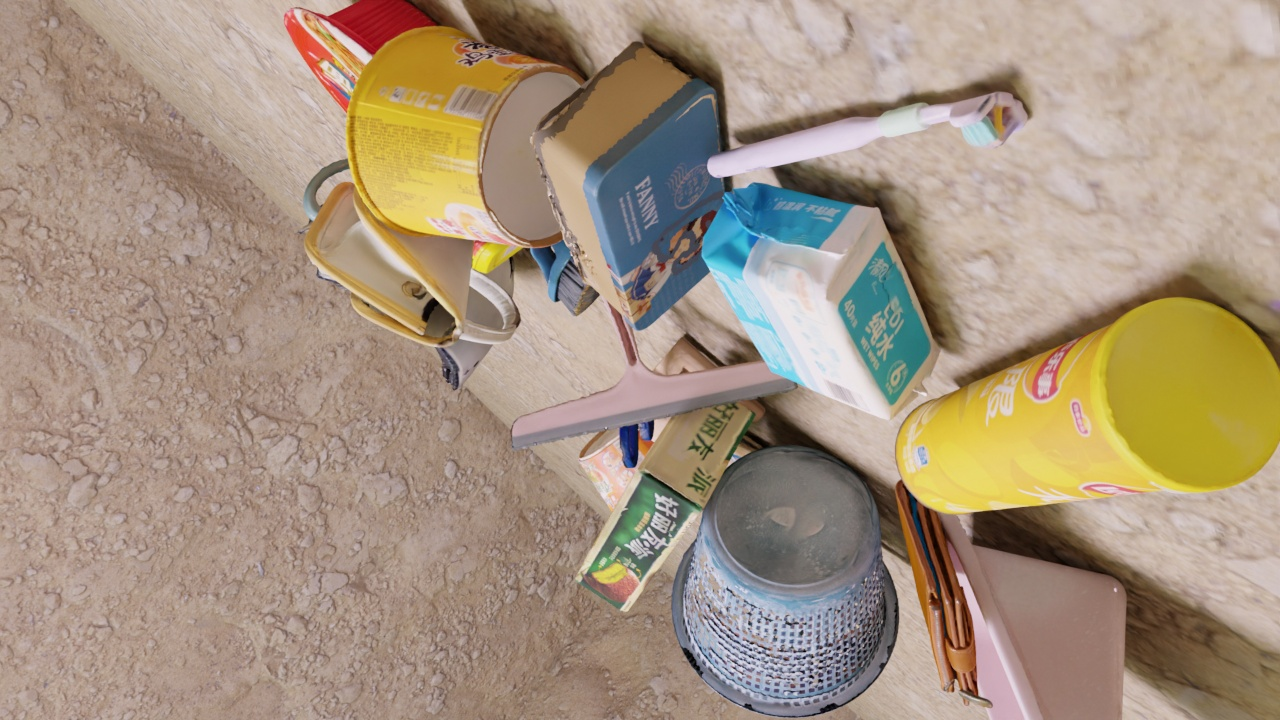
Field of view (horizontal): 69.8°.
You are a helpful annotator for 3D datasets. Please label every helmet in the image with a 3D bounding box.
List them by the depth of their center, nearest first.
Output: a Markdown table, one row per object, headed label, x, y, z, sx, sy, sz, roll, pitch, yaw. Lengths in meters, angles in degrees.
| label | x | y | z | sx | sy | sz | roll | pitch | yaw |
| --- | --- | --- | --- | --- | --- | --- | --- | --- | --- |
| helmet | -0.227 | -0.106 | 0.978 | 0.230 | 0.157 | 0.274 | 45 | 177 | -26 |

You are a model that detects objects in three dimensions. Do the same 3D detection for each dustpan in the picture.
| label | x | y | z | sx | sy | sz | roll | pitch | yaw |
| --- | --- | --- | --- | --- | --- | --- | --- | --- | --- |
| dustpan | 0.255 | 0.242 | 0.653 | 0.139 | 0.272 | 0.223 | 7 | 150 | 22 |

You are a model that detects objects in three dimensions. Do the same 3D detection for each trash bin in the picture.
| label | x | y | z | sx | sy | sz | roll | pitch | yaw |
| --- | --- | --- | --- | --- | --- | --- | --- | --- | --- |
| trash bin | 0.137 | 0.188 | 0.852 | 0.226 | 0.226 | 0.195 | 34 | 153 | 27 |

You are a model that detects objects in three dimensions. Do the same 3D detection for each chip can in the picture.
| label | x | y | z | sx | sy | sz | roll | pitch | yaw |
| --- | --- | --- | --- | --- | --- | --- | --- | --- | --- |
| chip can | 0.190 | 0.032 | 0.431 | 0.072 | 0.072 | 0.213 | 40 | 168 | 4 |

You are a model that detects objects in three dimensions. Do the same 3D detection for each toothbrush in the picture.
| label | x | y | z | sx | sy | sz | roll | pitch | yaw |
| --- | --- | --- | --- | --- | --- | --- | --- | --- | --- |
| toothbrush | 0.084 | -0.095 | 0.406 | 0.029 | 0.021 | 0.189 | 1 | -176 | -28 |

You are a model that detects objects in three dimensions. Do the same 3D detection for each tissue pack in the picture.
| label | x | y | z | sx | sy | sz | roll | pitch | yaw |
| --- | --- | --- | --- | --- | --- | --- | --- | --- | --- |
| tissue pack | 0.099 | -0.032 | 0.491 | 0.090 | 0.063 | 0.140 | 26 | 162 | 44 |

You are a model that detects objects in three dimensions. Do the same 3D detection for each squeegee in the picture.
| label | x | y | z | sx | sy | sz | roll | pitch | yaw |
| --- | --- | --- | --- | --- | --- | --- | --- | --- | --- |
| squeegee | -0.030 | -0.065 | 0.706 | 0.040 | 0.248 | 0.250 | -69 | -38 | -59 |

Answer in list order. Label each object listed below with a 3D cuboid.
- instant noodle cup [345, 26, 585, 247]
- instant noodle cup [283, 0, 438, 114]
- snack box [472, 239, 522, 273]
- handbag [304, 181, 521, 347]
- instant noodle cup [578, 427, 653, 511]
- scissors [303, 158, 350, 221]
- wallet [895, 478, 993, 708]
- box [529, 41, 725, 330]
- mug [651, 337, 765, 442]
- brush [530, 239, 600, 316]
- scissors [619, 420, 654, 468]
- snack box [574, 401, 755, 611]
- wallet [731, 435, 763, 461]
| label | x | y | z | sx | sy | sz | roll | pitch | yaw |
| --- | --- | --- | --- | --- | --- | --- | --- | --- | --- |
| instant noodle cup | -0.095 | -0.134 | 0.576 | 0.110 | 0.137 | 0.138 | 20 | 158 | 36 |
| instant noodle cup | -0.172 | -0.204 | 0.694 | 0.194 | 0.065 | 0.194 | 39 | 168 | 10 |
| snack box | -0.139 | -0.130 | 0.817 | 0.080 | 0.082 | 0.091 | 51 | 164 | -4 |
| handbag | -0.161 | -0.066 | 0.695 | 0.179 | 0.063 | 0.163 | 46 | -164 | -27 |
| instant noodle cup | 0.003 | 0.124 | 1.127 | 0.111 | 0.151 | 0.151 | 51 | 166 | -7 |
| scissors | -0.210 | -0.115 | 0.839 | 0.019 | 0.170 | 0.180 | -17 | 89 | 60 |
| wallet | 0.203 | 0.164 | 0.626 | 0.118 | 0.035 | 0.131 | -96 | -13 | -50 |
| box | -0.001 | -0.094 | 0.516 | 0.059 | 0.089 | 0.184 | 43 | 170 | 20 |
| mug | 0.051 | 0.042 | 0.870 | 0.103 | 0.084 | 0.125 | 39 | 143 | 0 |
| brush | -0.062 | -0.085 | 0.794 | 0.073 | 0.055 | 0.144 | 39 | 168 | 0 |
| scissors | -0.008 | 0.013 | 0.784 | 0.012 | 0.156 | 0.165 | -1 | 143 | 15 |
| snack box | 0.016 | 0.128 | 0.826 | 0.063 | 0.114 | 0.241 | 32 | 142 | 5 |
| wallet | 0.126 | 0.111 | 0.989 | 0.087 | 0.024 | 0.115 | 35 | 166 | 45 |
